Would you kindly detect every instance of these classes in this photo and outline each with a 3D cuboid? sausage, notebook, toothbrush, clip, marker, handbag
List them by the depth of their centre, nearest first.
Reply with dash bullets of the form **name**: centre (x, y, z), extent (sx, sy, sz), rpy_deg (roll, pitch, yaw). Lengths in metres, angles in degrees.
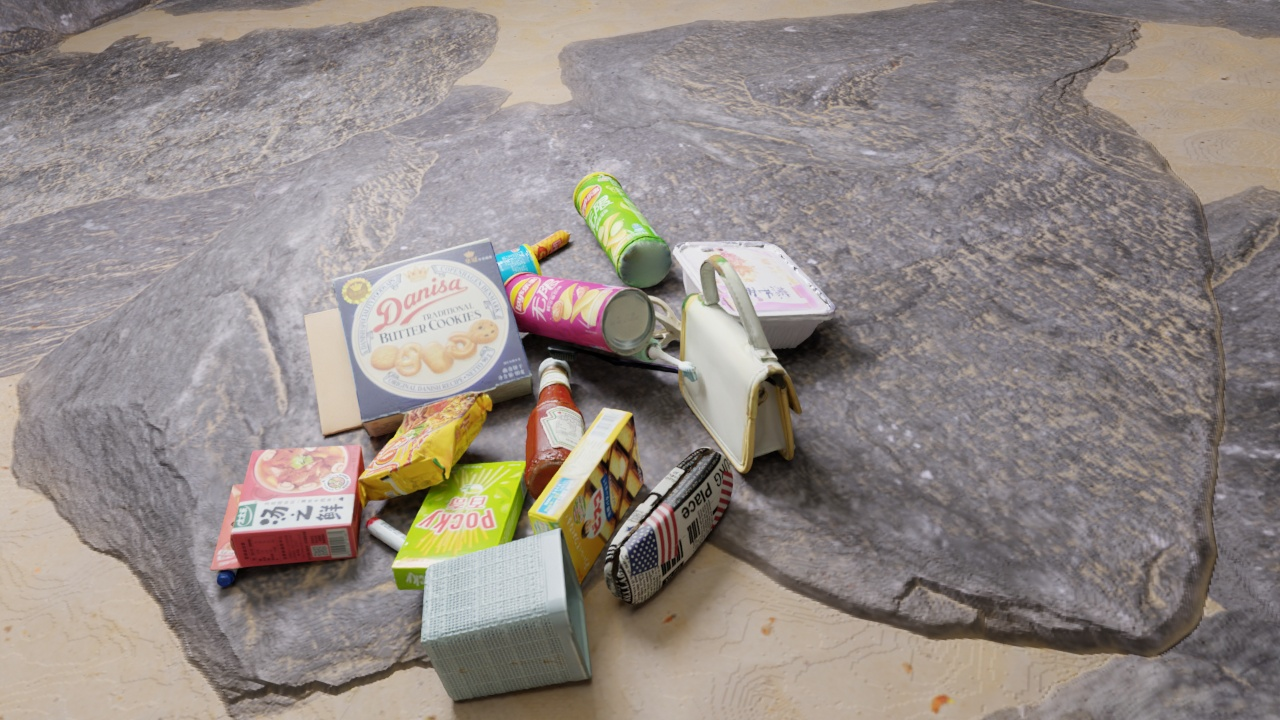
- **marker**: centre (-0.194, 0.173, 0.810), extent (0.145, 0.017, 0.017), rpy_deg (21, 45, 34)
- **handbag**: centre (0.092, -0.006, 0.858), extent (0.063, 0.179, 0.163), rpy_deg (-14, 35, -17)
- **marker**: centre (-0.377, 0.154, 0.871), extent (0.017, 0.017, 0.145), rpy_deg (-9, 36, -1)
- **toothbrush**: centre (-0.006, 0.006, 0.971), extent (0.189, 0.017, 0.014), rpy_deg (9, 27, -1)
- **toothbrush**: centre (-0.004, -0.017, 0.976), extent (0.026, 0.027, 0.225), rpy_deg (-27, 26, -22)
- **notebook**: centre (-0.256, -0.009, 1.018), extent (0.211, 0.012, 0.149), rpy_deg (-14, 66, -8)
- **clip**: centre (0.028, -0.029, 1.031), extent (0.102, 0.095, 0.034), rpy_deg (31, 36, -12)
- **sausage**: centre (-0.152, -0.133, 1.208), extent (0.021, 0.021, 0.164), rpy_deg (26, 49, 37)

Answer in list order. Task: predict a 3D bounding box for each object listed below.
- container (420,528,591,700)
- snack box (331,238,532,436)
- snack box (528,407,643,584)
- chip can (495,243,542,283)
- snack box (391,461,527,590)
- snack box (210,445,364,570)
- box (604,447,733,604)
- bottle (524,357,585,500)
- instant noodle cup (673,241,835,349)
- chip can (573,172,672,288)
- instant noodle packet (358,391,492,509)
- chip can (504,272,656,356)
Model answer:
- **container**: centre (-0.103, 0.196, 0.701), extent (0.111, 0.090, 0.090), rpy_deg (-12, 36, -1)
- **snack box**: centre (-0.227, -0.027, 0.995), extent (0.178, 0.046, 0.182), rpy_deg (-16, 67, -9)
- **snack box**: centre (-0.043, 0.117, 0.795), extent (0.034, 0.087, 0.140), rpy_deg (12, 41, 26)
- **chip can**: centre (-0.223, -0.075, 1.103), extent (0.210, 0.071, 0.071), rpy_deg (-21, 38, -15)
- **snack box**: centre (-0.154, 0.143, 0.813), extent (0.086, 0.026, 0.156), rpy_deg (-3, 26, 7)
- **snack box**: centre (-0.326, 0.133, 0.851), extent (0.127, 0.044, 0.113), rpy_deg (-4, 36, -10)
- **box**: centre (0.023, 0.135, 0.779), extent (0.060, 0.072, 0.163), rpy_deg (-8, 24, 45)
- **bottle**: centre (-0.084, 0.061, 0.905), extent (0.060, 0.060, 0.205), rpy_deg (-9, 30, -1)
- **instant noodle cup**: centre (0.119, -0.070, 1.019), extent (0.138, 0.060, 0.173), rpy_deg (-3, 35, -20)
- **chip can**: centre (-0.026, -0.171, 1.191), extent (0.072, 0.073, 0.221), rpy_deg (-17, 37, -11)
- **instant noodle packet**: centre (-0.208, 0.083, 0.878), extent (0.111, 0.044, 0.128), rpy_deg (-23, 22, 25)
- **chip can**: centre (-0.074, -0.053, 0.996), extent (0.071, 0.071, 0.211), rpy_deg (-32, 26, -29)
